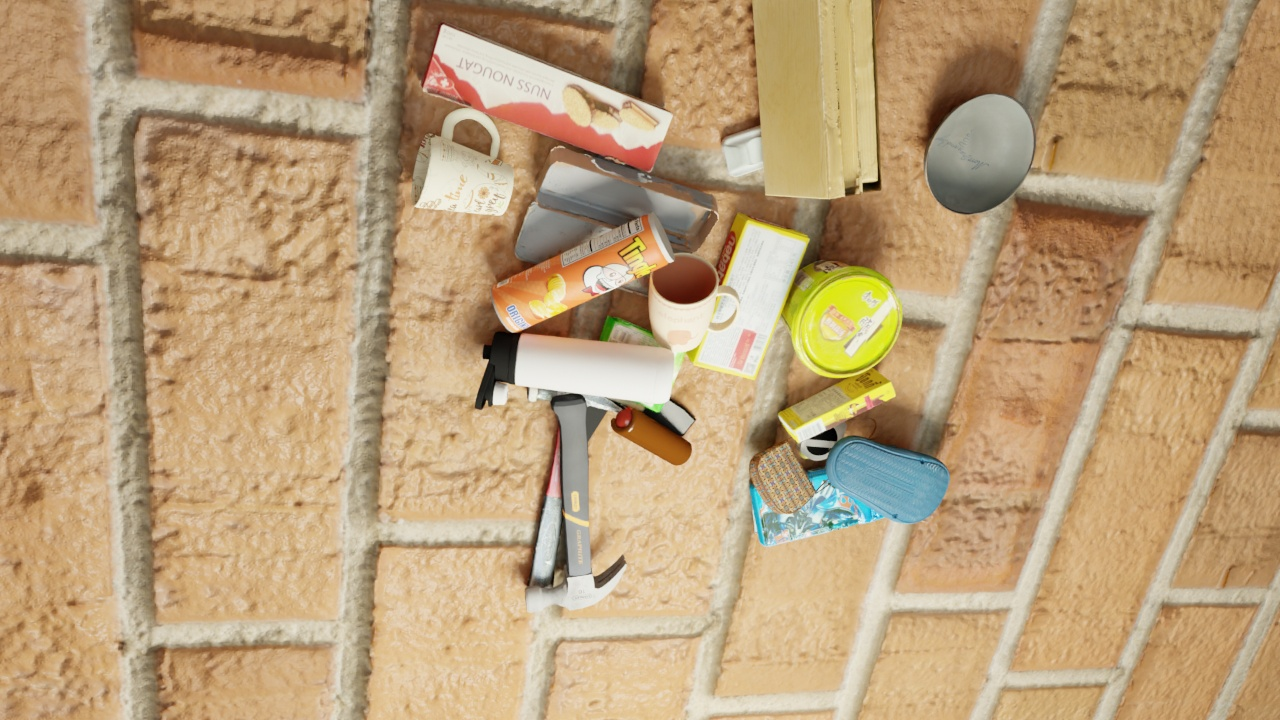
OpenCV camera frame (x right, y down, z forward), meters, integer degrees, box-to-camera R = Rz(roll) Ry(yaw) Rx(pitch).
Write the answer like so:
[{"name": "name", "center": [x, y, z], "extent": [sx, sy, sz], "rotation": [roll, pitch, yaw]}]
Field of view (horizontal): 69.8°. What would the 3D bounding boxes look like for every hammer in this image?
[{"name": "hammer", "center": [-0.104, 0.179, 1.227], "extent": [0.140, 0.036, 0.327], "rotation": [6, 111, -15]}, {"name": "hammer", "center": [-0.092, 0.189, 1.197], "extent": [0.139, 0.035, 0.313], "rotation": [-6, 113, -10]}]

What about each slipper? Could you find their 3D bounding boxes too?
[{"name": "slipper", "center": [0.339, 0.164, 1.273], "extent": [0.213, 0.059, 0.104], "rotation": [20, 91, -24]}]

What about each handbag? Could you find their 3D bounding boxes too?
[{"name": "handbag", "center": [0.243, 0.131, 1.272], "extent": [0.195, 0.043, 0.093], "rotation": [-31, 94, -14]}]

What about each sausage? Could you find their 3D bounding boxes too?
[{"name": "sausage", "center": [0.016, 0.099, 1.192], "extent": [0.040, 0.040, 0.155], "rotation": [-46, 140, 7]}]

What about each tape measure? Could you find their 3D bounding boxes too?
[{"name": "tape measure", "center": [0.256, 0.111, 1.297], "extent": [0.065, 0.016, 0.064], "rotation": [5, 111, -16]}]

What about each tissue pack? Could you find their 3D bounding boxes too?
[{"name": "tissue pack", "center": [-0.007, 0.007, 1.168], "extent": [0.114, 0.034, 0.099], "rotation": [22, 101, -13]}]

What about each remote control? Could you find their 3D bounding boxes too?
[{"name": "remote control", "center": [0.020, 0.060, 1.219], "extent": [0.124, 0.010, 0.039], "rotation": [35, 101, -24]}, {"name": "remote control", "center": [0.165, -0.264, 1.111], "extent": [0.133, 0.022, 0.050], "rotation": [-20, 116, -5]}]

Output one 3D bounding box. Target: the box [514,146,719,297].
[{"name": "box", "center": [-0.029, -0.158, 1.095], "extent": [0.216, 0.063, 0.157], "rotation": [14, 117, -19]}]

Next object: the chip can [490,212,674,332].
[{"name": "chip can", "center": [-0.068, -0.101, 1.072], "extent": [0.210, 0.062, 0.062], "rotation": [-23, 117, 12]}]

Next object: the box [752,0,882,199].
[{"name": "box", "center": [0.213, -0.314, 1.025], "extent": [0.148, 0.141, 0.249], "rotation": [-11, 108, -13]}]

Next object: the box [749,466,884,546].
[{"name": "box", "center": [0.278, 0.194, 1.327], "extent": [0.243, 0.066, 0.091], "rotation": [-11, 93, -9]}]

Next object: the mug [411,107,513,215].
[{"name": "mug", "center": [-0.194, -0.220, 1.022], "extent": [0.097, 0.081, 0.122], "rotation": [10, 83, -25]}]

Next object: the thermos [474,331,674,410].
[{"name": "thermos", "center": [-0.078, 0.023, 1.109], "extent": [0.230, 0.068, 0.101], "rotation": [7, 79, -2]}]

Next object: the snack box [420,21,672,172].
[{"name": "snack box", "center": [-0.100, -0.289, 1.021], "extent": [0.272, 0.044, 0.077], "rotation": [16, 108, -20]}]

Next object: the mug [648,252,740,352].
[{"name": "mug", "center": [0.064, -0.063, 1.108], "extent": [0.111, 0.085, 0.104], "rotation": [4, 143, -1]}]

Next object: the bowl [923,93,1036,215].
[{"name": "bowl", "center": [0.415, -0.263, 1.155], "extent": [0.150, 0.056, 0.151], "rotation": [-5, 114, -12]}]

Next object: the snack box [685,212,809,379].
[{"name": "snack box", "center": [0.135, -0.080, 1.171], "extent": [0.092, 0.042, 0.201], "rotation": [13, 109, -18]}]

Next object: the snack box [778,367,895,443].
[{"name": "snack box", "center": [0.267, 0.060, 1.253], "extent": [0.149, 0.061, 0.026], "rotation": [-26, 113, -2]}]

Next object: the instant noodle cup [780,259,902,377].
[{"name": "instant noodle cup", "center": [0.250, -0.060, 1.178], "extent": [0.146, 0.097, 0.146], "rotation": [-5, 113, -12]}]
